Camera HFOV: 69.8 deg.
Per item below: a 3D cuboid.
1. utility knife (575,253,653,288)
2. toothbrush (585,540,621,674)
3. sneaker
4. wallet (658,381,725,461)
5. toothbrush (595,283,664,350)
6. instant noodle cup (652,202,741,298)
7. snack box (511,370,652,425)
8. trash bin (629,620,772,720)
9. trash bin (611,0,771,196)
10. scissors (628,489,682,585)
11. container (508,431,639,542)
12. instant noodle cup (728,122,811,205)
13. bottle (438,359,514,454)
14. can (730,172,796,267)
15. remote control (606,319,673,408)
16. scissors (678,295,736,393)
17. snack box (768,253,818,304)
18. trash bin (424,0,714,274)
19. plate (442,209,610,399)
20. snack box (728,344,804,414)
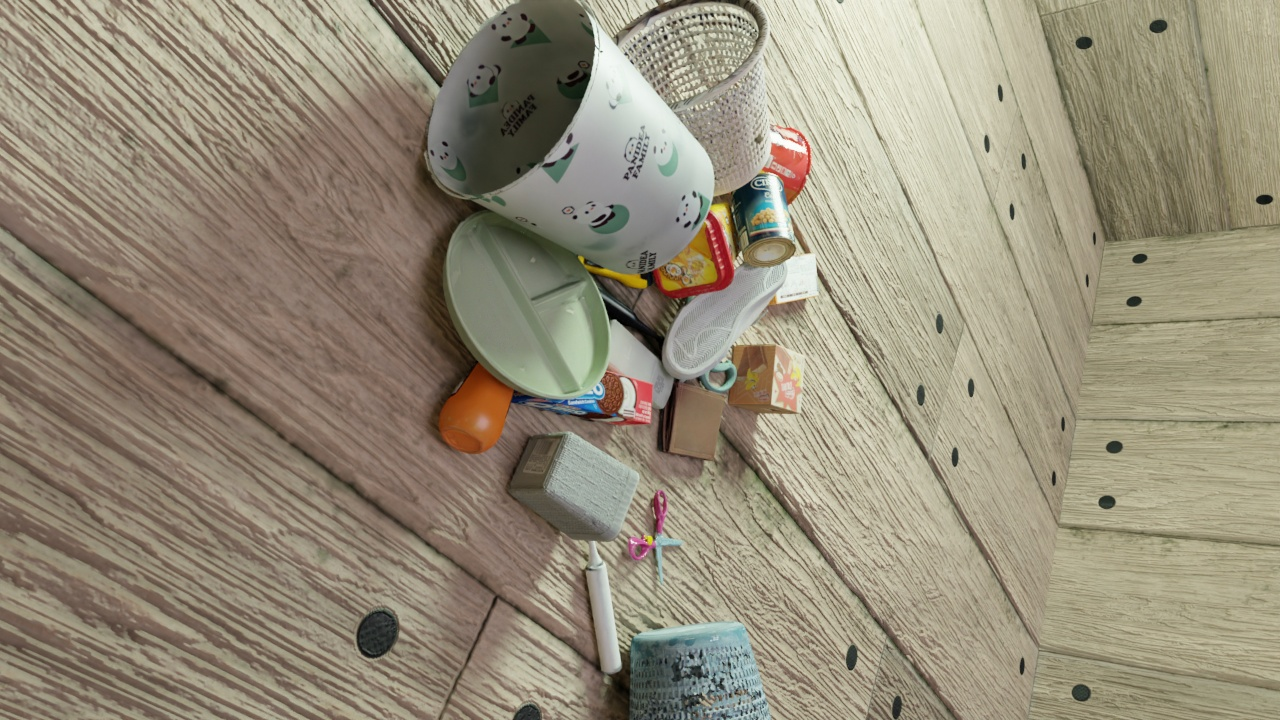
[{"bbox_3d":[-0.056,-0.121,1.158,0.230,0.015,0.033,9,80,-50],"label":"utility knife"},{"bbox_3d":[-0.052,0.282,1.140,0.026,0.026,0.221,-42,124,-74],"label":"toothbrush"},{"bbox_3d":[0.110,-0.058,1.294,0.089,0.091,0.241,43,67,6],"label":"sneaker"},{"bbox_3d":[0.073,0.089,1.302,0.124,0.032,0.101,17,79,-49],"label":"wallet"},{"bbox_3d":[-0.021,-0.058,1.191,0.212,0.026,0.027,34,43,-47],"label":"toothbrush"},{"bbox_3d":[0.079,-0.159,1.261,0.123,0.116,0.116,-46,122,-56],"label":"instant noodle cup"},{"bbox_3d":[-0.070,0.038,1.103,0.207,0.058,0.057,18,72,-49],"label":"snack box"},{"bbox_3d":[0.072,0.439,1.165,0.226,0.227,0.195,9,69,-51],"label":"trash bin"},{"bbox_3d":[0.077,-0.330,1.196,0.226,0.228,0.192,-67,148,-28],"label":"trash bin"},{"bbox_3d":[0.023,0.239,1.246,0.133,0.017,0.136,18,73,-54],"label":"scissors"},{"bbox_3d":[-0.079,0.143,1.056,0.114,0.090,0.090,39,59,-32],"label":"container"},{"bbox_3d":[0.167,-0.297,1.355,0.108,0.138,0.137,15,77,-42],"label":"instant noodle cup"},{"bbox_3d":[-0.163,0.027,0.988,0.067,0.067,0.149,52,44,-36],"label":"bottle"},{"bbox_3d":[0.170,-0.192,1.270,0.075,0.075,0.111,26,49,-48],"label":"can"},{"bbox_3d":[-0.007,0.007,1.209,0.150,0.021,0.058,43,57,-42],"label":"remote control"},{"bbox_3d":[0.099,-0.032,1.347,0.174,0.019,0.169,29,68,-46],"label":"scissors"},{"bbox_3d":[0.250,-0.137,1.532,0.153,0.026,0.075,-14,99,-51],"label":"snack box"},{"bbox_3d":[-0.060,-0.224,0.991,0.251,0.230,0.229,28,67,-49],"label":"trash bin"},{"bbox_3d":[-0.123,-0.060,1.007,0.230,0.028,0.229,28,47,-35],"label":"plate"},{"bbox_3d":[0.197,0.030,1.418,0.092,0.077,0.094,17,75,-50],"label":"snack box"}]
